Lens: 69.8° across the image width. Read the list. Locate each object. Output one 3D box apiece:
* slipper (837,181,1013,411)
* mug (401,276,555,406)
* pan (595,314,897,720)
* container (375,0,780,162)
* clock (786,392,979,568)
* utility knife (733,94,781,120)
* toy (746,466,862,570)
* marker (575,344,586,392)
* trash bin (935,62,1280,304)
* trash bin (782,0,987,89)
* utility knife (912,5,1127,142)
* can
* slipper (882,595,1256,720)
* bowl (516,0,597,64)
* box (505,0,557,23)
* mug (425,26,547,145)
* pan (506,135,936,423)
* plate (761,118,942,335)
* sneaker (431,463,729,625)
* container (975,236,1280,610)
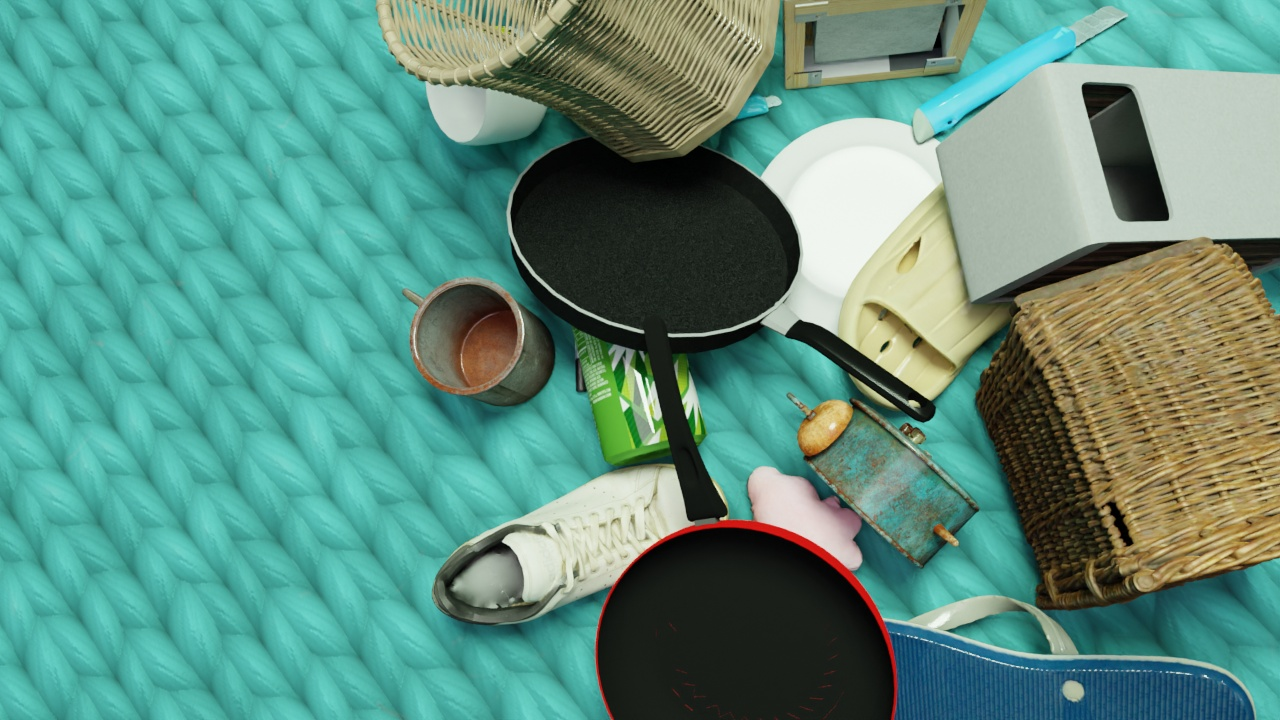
[{"bbox_3d":[0.250,-0.080,0.686,0.111,0.079,0.261,39,86,-5],"label":"slipper"},{"bbox_3d":[-0.135,-0.020,0.738,0.123,0.110,0.096,36,83,13],"label":"mug"},{"bbox_3d":[0.055,0.142,0.638,0.209,0.067,0.356,-12,94,19],"label":"pan"},{"bbox_3d":[-0.034,-0.260,0.635,0.227,0.196,0.226,-10,74,36],"label":"container"},{"bbox_3d":[0.171,0.071,0.668,0.157,0.121,0.073,43,94,19],"label":"clock"},{"bbox_3d":[0.062,-0.208,0.780,0.118,0.015,0.022,-8,87,6],"label":"utility knife"},{"bbox_3d":[0.122,0.132,0.700,0.093,0.050,0.102,-1,78,18],"label":"toy"},{"bbox_3d":[-0.052,-0.048,0.776,0.011,0.011,0.152,-3,81,9],"label":"marker"},{"bbox_3d":[0.338,-0.115,0.622,0.228,0.115,0.114,-4,77,-19],"label":"trash bin"},{"bbox_3d":[0.178,-0.365,0.718,0.142,0.142,0.246,-3,81,9],"label":"trash bin"},{"bbox_3d":[0.304,-0.235,0.743,0.196,0.015,0.031,-29,81,4],"label":"utility knife"},{"bbox_3d":[-0.004,0.004,0.723,0.083,0.083,0.144,-16,79,7],"label":"can"},{"bbox_3d":[0.256,0.228,0.648,0.295,0.060,0.118,-3,106,25],"label":"slipper"},{"bbox_3d":[-0.049,-0.285,0.796,0.110,0.040,0.110,-1,82,10],"label":"bowl"},{"bbox_3d":[-0.075,-0.389,0.762,0.145,0.065,0.186,-23,99,7],"label":"box"},{"bbox_3d":[-0.135,-0.234,0.775,0.116,0.067,0.094,27,124,37],"label":"mug"},{"bbox_3d":[0.060,-0.057,0.680,0.356,0.034,0.224,38,53,19],"label":"pan"},{"bbox_3d":[0.180,-0.110,0.744,0.189,0.016,0.188,-1,81,9],"label":"plate"},{"bbox_3d":[-0.052,0.140,0.701,0.241,0.102,0.089,-21,79,5],"label":"sneaker"},{"bbox_3d":[0.322,0.049,0.590,0.162,0.250,0.183,-18,71,6],"label":"container"}]
